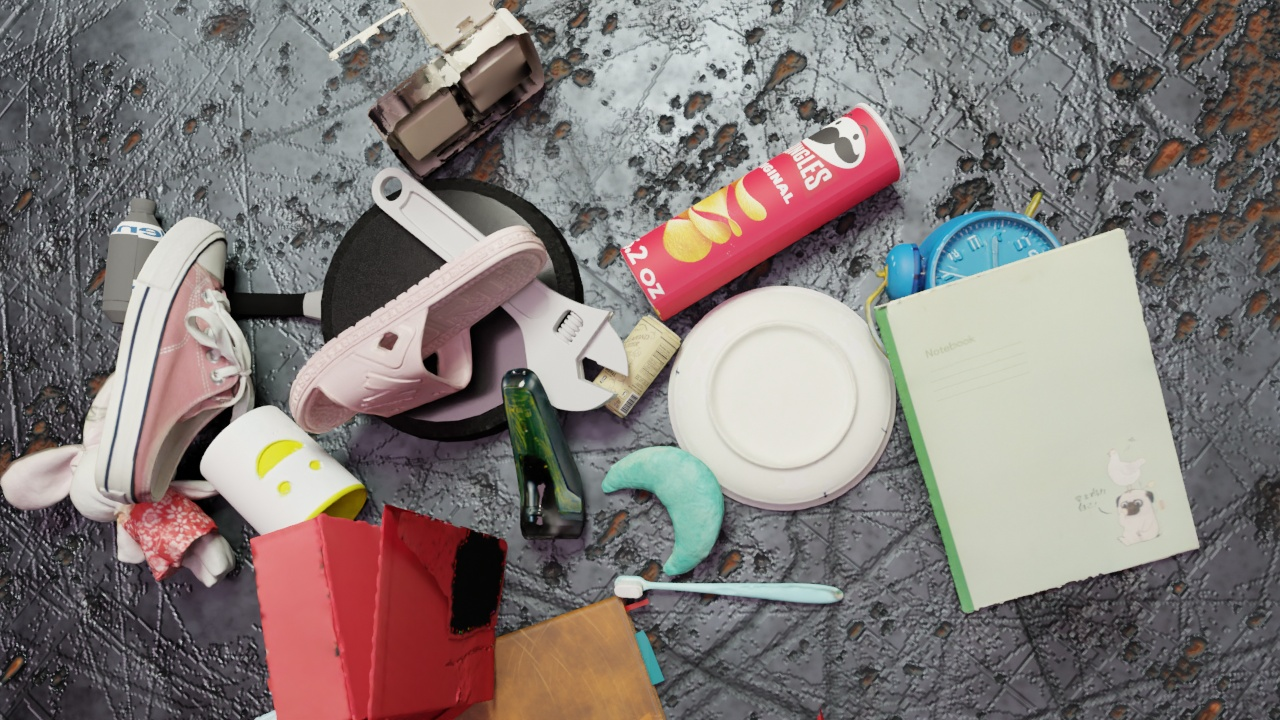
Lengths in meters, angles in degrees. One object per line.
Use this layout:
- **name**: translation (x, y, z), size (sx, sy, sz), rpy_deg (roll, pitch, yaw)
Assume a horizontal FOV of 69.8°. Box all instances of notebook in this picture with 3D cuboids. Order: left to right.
- **notebook**: translation (-0.086, 0.309, 0.736), size (0.249, 0.014, 0.178), rpy_deg (-21, 82, 5)
- **notebook**: translation (0.294, 0.051, 0.677), size (0.182, 0.010, 0.252), rpy_deg (-18, 101, 6)

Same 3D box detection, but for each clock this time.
- **clock**: translation (0.252, -0.051, 0.704), size (0.161, 0.060, 0.117), rpy_deg (-27, 85, 4)

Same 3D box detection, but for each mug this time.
- **mug**: translation (-0.291, 0.101, 0.750), size (0.106, 0.082, 0.082), rpy_deg (40, 90, 10)

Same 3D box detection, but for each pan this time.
- **pan**: translation (-0.226, -0.046, 0.781), size (0.356, 0.034, 0.225), rpy_deg (2, 85, 7)

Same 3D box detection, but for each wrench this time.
- **wrench**: translation (-0.121, -0.060, 0.740), size (0.273, 0.018, 0.087), rpy_deg (38, 98, 12)

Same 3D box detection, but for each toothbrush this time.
- **toothbrush**: translation (0.069, 0.182, 0.725), size (0.181, 0.016, 0.016), rpy_deg (1, 100, 4)

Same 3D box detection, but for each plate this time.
- **plate**: translation (0.112, 0.028, 0.728), size (0.182, 0.034, 0.182), rpy_deg (-1, 85, 7)

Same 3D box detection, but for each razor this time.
- **razor**: translation (-0.081, 0.079, 0.715), size (0.054, 0.067, 0.151), rpy_deg (-3, 118, 13)

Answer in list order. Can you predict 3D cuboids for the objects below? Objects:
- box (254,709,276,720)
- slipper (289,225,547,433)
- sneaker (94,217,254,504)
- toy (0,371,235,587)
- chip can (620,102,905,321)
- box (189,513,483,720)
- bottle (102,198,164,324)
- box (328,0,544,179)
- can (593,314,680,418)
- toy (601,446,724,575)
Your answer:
- **box**: translation (-0.233, 0.367, 0.716), size (0.077, 0.096, 0.214), rpy_deg (-23, 82, -7)
- **slipper**: translation (-0.162, -0.008, 0.693), size (0.239, 0.094, 0.064), rpy_deg (-37, 75, 8)
- **sneaker**: translation (-0.357, -0.001, 0.736), size (0.088, 0.118, 0.240), rpy_deg (9, 71, -9)
- **toy**: translation (-0.417, 0.111, 0.767), size (0.194, 0.084, 0.159), rpy_deg (41, 82, 3)
- **chip can**: translation (0.094, -0.115, 0.727), size (0.220, 0.069, 0.069), rpy_deg (-31, 81, 4)
- **box**: translation (-0.278, 0.251, 0.657), size (0.325, 0.214, 0.153), rpy_deg (-34, 71, 2)
- **bottle**: translation (-0.442, -0.086, 0.806), size (0.047, 0.047, 0.112), rpy_deg (3, 84, 8)
- **box**: translation (-0.162, -0.239, 0.710), size (0.143, 0.191, 0.069), rpy_deg (-39, 80, -5)
- **can**: translation (-0.004, 0.004, 0.744), size (0.038, 0.038, 0.079), rpy_deg (38, 90, 9)
- **toy**: translation (0.024, 0.112, 0.732), size (0.085, 0.033, 0.105), rpy_deg (-43, 77, 21)
